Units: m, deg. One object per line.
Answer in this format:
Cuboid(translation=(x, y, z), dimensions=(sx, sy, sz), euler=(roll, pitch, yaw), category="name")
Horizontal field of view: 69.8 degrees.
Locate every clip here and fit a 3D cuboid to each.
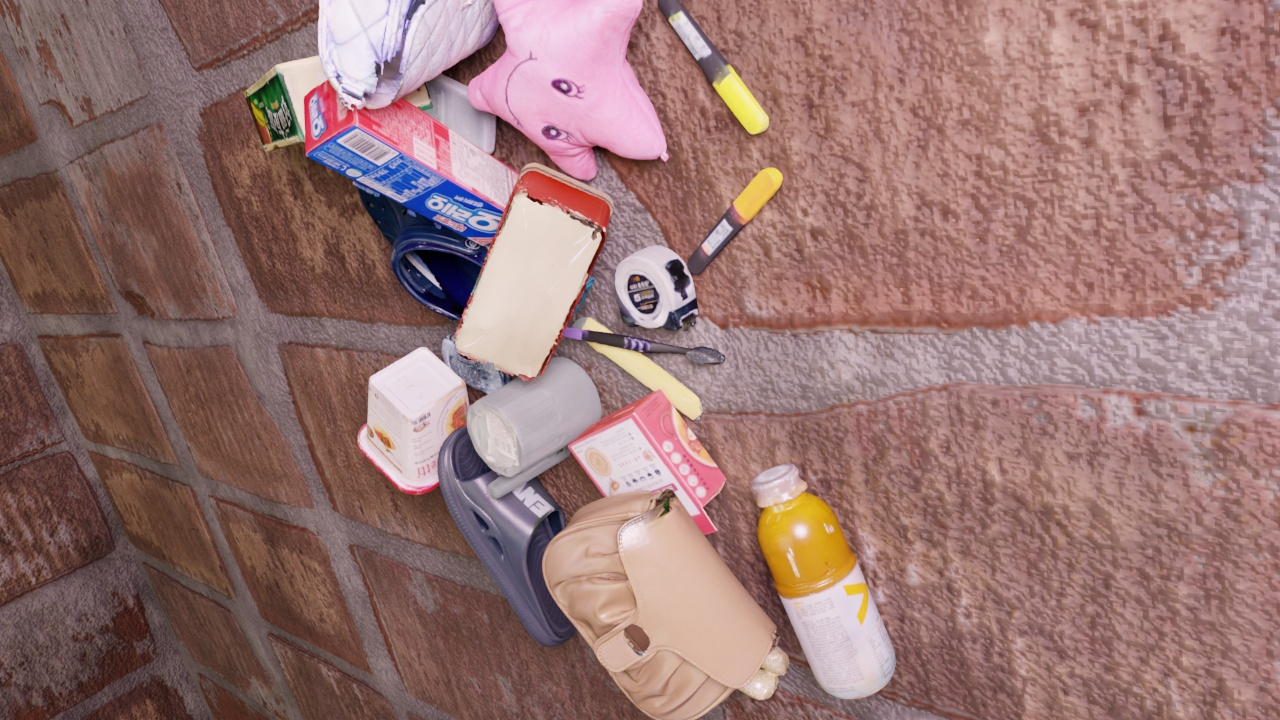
Cuboid(translation=(-0.059, -0.064, 0.833), dimensions=(0.038, 0.013, 0.056), euler=(52, 138, 8), category="clip")

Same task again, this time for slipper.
Cuboid(translation=(-0.115, 0.181, 0.976), dimensions=(0.083, 0.110, 0.268), euler=(-17, 105, 32), category="slipper")
Cuboid(translation=(-0.195, -0.096, 0.892), dimensions=(0.253, 0.095, 0.105), euler=(42, 134, 14), category="slipper")

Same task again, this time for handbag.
Cuboid(translation=(-0.156, -0.273, 0.670), dimensions=(0.075, 0.193, 0.134), euler=(23, 126, 3), category="handbag")
Cuboid(translation=(0.013, 0.212, 0.789), dimensions=(0.148, 0.099, 0.204), euler=(-35, 95, 25), category="handbag")

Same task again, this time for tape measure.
Cuboid(translation=(0.012, -0.059, 0.750), dimensions=(0.066, 0.033, 0.066), euler=(9, 121, 39), category="tape measure")

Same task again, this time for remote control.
Cuboid(translation=(-0.183, -0.236, 0.850), dimensions=(0.136, 0.020, 0.056), euler=(31, 131, 29), category="remote control")

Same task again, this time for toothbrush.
Cuboid(translation=(-0.010, -0.014, 0.798), dimensions=(0.189, 0.016, 0.014), euler=(10, 111, 34), category="toothbrush")

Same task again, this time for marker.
Cuboid(translation=(0.050, -0.209, 0.641), dimensions=(0.124, 0.015, 0.018), euler=(56, 138, 9), category="marker")
Cuboid(translation=(0.068, -0.102, 0.685), dimensions=(0.018, 0.015, 0.124), euler=(54, 141, 9), category="marker")

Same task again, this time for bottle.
Cuboid(translation=(0.141, 0.174, 0.730), dimensions=(0.068, 0.067, 0.189), euler=(-15, 101, 48), category="bottle")

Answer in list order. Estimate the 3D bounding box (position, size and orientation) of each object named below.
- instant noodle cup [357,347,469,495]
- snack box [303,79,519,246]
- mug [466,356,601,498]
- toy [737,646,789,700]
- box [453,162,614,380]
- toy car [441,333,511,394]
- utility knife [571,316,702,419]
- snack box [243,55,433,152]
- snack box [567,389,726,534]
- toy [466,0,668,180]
Cuboid(translation=(-0.240, 0.062, 0.999), dimensions=(0.116, 0.116, 0.124), euler=(38, 143, 23), category="instant noodle cup")
Cuboid(translation=(-0.175, -0.157, 0.749), dimensions=(0.057, 0.207, 0.058), euler=(-21, 67, 26), category="snack box")
Cuboid(translation=(-0.104, 0.069, 0.887), dimensions=(0.084, 0.103, 0.124), euler=(32, 131, 28), category="mug")
Cuboid(translation=(0.065, 0.266, 0.872), dimensions=(0.157, 0.066, 0.105), euler=(19, 96, 32), category="toy")
Cuboid(translation=(-0.094, -0.068, 0.771), dimensions=(0.091, 0.079, 0.169), euler=(23, 123, -10), category="box")
Cuboid(translation=(-0.179, 0.006, 0.979), dimensions=(0.106, 0.031, 0.049), euler=(22, 126, 36), category="toy car")
Cuboid(translation=(-0.005, 0.005, 0.817), dimensions=(0.151, 0.018, 0.031), euler=(41, 140, 24), category="utility knife")
Cuboid(translation=(-0.280, -0.236, 0.827), dimensions=(0.240, 0.114, 0.063), euler=(18, 126, 59), category="snack box")
Cuboid(translation=(0.011, 0.102, 0.832), dimensions=(0.113, 0.044, 0.127), euler=(-29, 98, 49), category="snack box")
Cuboid(translation=(-0.047, -0.211, 0.686), dimensions=(0.178, 0.074, 0.195), euler=(34, 148, 0), category="toy")
